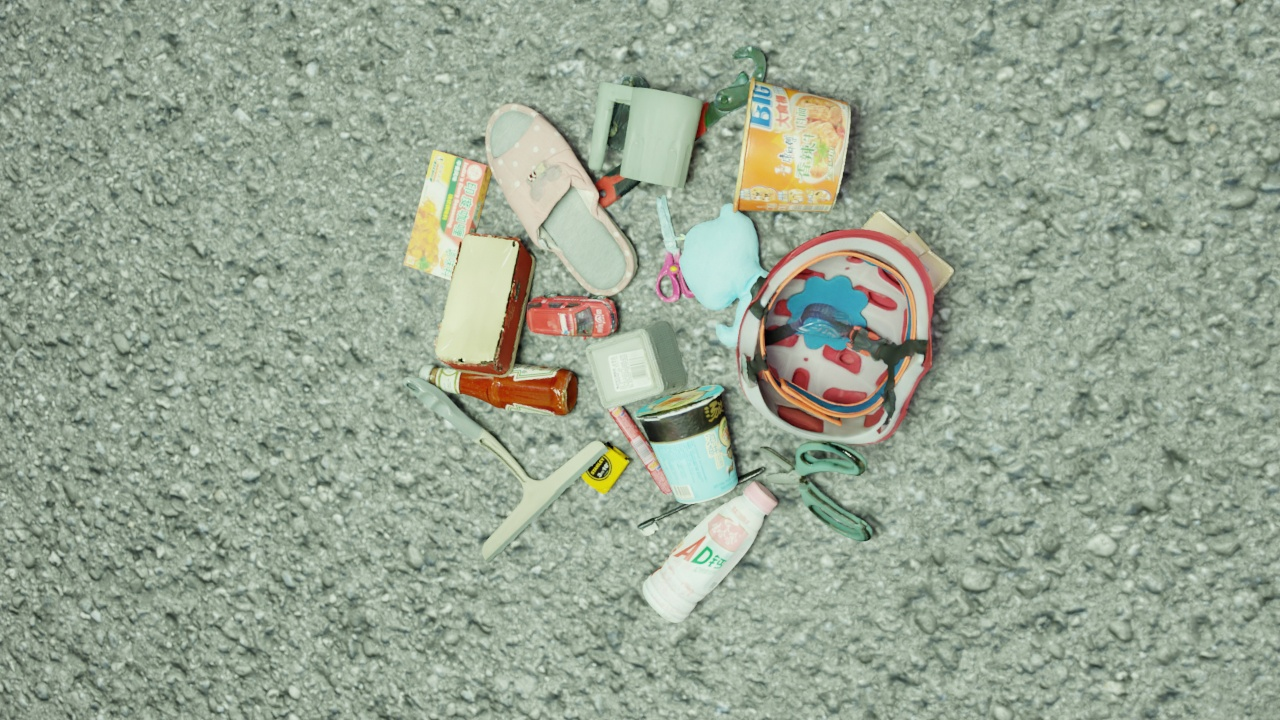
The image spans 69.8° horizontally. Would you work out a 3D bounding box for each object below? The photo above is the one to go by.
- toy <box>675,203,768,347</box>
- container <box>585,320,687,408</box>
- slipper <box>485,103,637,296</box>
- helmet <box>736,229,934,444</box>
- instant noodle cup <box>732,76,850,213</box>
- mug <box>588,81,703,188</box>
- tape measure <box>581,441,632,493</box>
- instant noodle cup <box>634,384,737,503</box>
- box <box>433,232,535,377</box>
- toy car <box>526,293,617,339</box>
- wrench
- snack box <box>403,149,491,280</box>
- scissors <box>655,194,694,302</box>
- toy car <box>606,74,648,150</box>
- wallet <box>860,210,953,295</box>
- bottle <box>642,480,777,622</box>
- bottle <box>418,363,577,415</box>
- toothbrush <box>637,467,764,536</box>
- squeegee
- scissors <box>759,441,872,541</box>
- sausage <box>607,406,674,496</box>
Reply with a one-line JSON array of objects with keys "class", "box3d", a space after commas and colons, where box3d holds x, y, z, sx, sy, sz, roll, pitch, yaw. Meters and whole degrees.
[{"class": "toy", "box3d": [0.108, -0.101, 1.098, 0.156, 0.049, 0.161, 20, 101, 1]}, {"class": "container", "box3d": [-0.006, 0.006, 1.101, 0.090, 0.114, 0.090, -18, 90, 15]}, {"class": "slipper", "box3d": [-0.105, -0.196, 1.132, 0.114, 0.054, 0.274, -35, 88, 25]}, {"class": "helmet", "box3d": [0.212, -0.039, 1.022, 0.207, 0.143, 0.240, 17, 108, -3]}, {"class": "instant noodle cup", "box3d": [0.168, -0.234, 1.029, 0.111, 0.151, 0.151, 8, 96, 5]}, {"class": "mug", "box3d": [0.004, -0.264, 1.075, 0.124, 0.083, 0.103, 12, 103, 9]}, {"class": "tape measure", "box3d": [-0.048, 0.133, 1.166, 0.057, 0.029, 0.060, 37, 102, 8]}, {"class": "instant noodle cup", "box3d": [0.064, 0.103, 1.104, 0.111, 0.111, 0.120, -17, 98, 14]}, {"class": "box", "box3d": [-0.196, -0.071, 1.134, 0.091, 0.079, 0.168, 7, 76, 13]}, {"class": "toy car", "box3d": [-0.087, -0.053, 1.142, 0.121, 0.045, 0.053, 1, 114, 21]}, {"class": "wrench", "box3d": [0.044, -0.276, 1.116, 0.274, 0.016, 0.056, -39, 85, 14]}, {"class": "snack box", "box3d": [-0.250, -0.187, 1.191, 0.077, 0.027, 0.156, 18, 99, 11]}, {"class": "scissors", "box3d": [0.042, -0.140, 1.130, 0.063, 0.017, 0.135, -8, 89, 14]}, {"class": "toy car", "box3d": [-0.021, -0.302, 1.118, 0.034, 0.042, 0.090, 25, 98, 38]}, {"class": "wallet", "box3d": [0.295, -0.110, 1.066, 0.115, 0.024, 0.087, 42, 108, 9]}, {"class": "bottle", "box3d": [0.089, 0.231, 1.123, 0.068, 0.068, 0.197, 43, 99, 7]}, {"class": "bottle", "box3d": [-0.185, 0.031, 1.177, 0.206, 0.059, 0.060, 6, 96, 14]}, {"class": "toothbrush", "box3d": [0.076, 0.176, 1.146, 0.181, 0.015, 0.018, -29, 93, 15]}, {"class": "squeegee", "box3d": [-0.207, 0.103, 1.182, 0.246, 0.039, 0.247, 43, 112, -6]}, {"class": "scissors", "box3d": [0.221, 0.149, 1.053, 0.170, 0.174, 0.019, 43, 60, -11]}, {"class": "sausage", "box3d": [0.000, 0.107, 1.157, 0.020, 0.020, 0.156, -35, 86, 14]}]
